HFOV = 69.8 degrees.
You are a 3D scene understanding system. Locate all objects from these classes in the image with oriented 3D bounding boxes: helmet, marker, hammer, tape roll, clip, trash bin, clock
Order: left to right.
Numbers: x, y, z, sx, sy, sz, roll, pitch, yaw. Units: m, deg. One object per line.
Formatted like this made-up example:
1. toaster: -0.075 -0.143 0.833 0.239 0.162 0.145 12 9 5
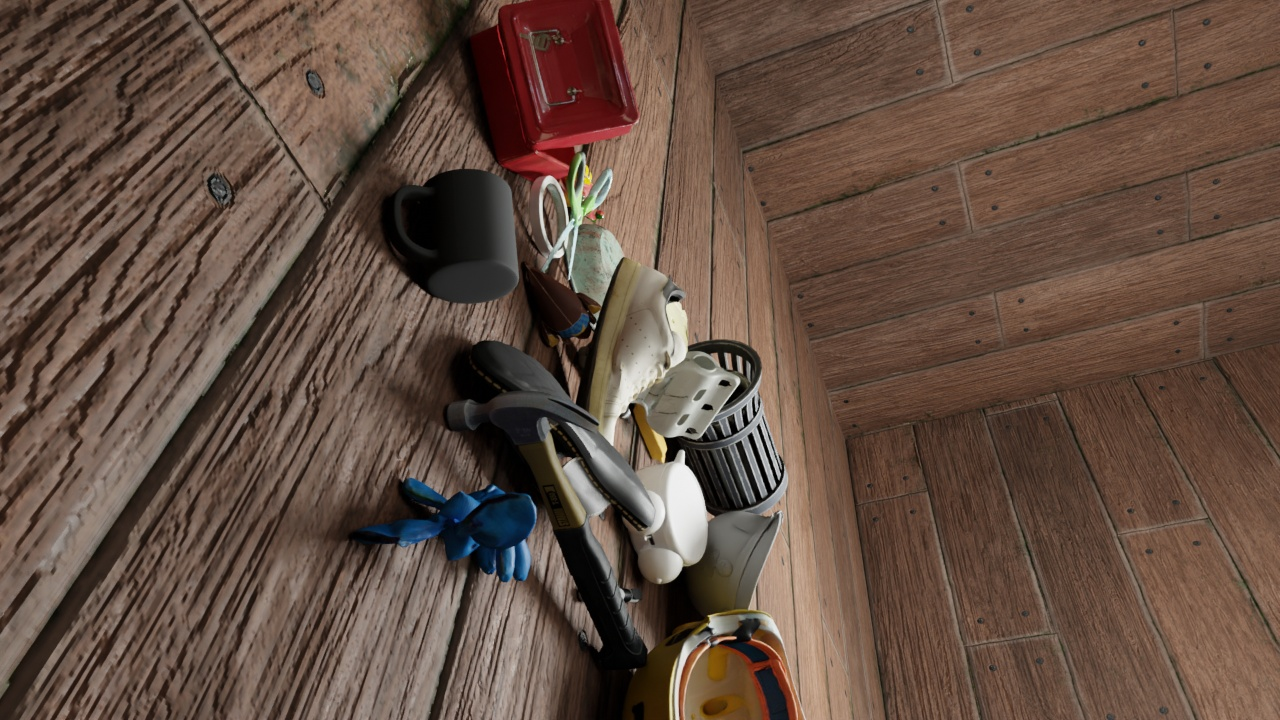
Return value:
1. tape roll: -0.104 -0.163 1.048 0.093 0.013 0.093 -3 89 -74
2. hammer: -0.055 0.162 0.816 0.025 0.118 0.333 -76 152 -54
3. marker: -0.030 0.245 0.957 0.140 0.016 0.016 35 42 -65
4. clock: 0.025 0.191 1.115 0.160 0.073 0.125 -40 114 -64
5. clip: 0.037 0.038 1.156 0.142 0.125 0.072 21 37 -11
6. helmet: 0.056 0.372 0.928 0.239 0.140 0.209 -2 71 -50
7. helmet: 0.105 0.267 1.210 0.271 0.118 0.183 53 57 -77
8. trash bin: 0.122 0.109 1.330 0.163 0.164 0.228 -84 157 -50

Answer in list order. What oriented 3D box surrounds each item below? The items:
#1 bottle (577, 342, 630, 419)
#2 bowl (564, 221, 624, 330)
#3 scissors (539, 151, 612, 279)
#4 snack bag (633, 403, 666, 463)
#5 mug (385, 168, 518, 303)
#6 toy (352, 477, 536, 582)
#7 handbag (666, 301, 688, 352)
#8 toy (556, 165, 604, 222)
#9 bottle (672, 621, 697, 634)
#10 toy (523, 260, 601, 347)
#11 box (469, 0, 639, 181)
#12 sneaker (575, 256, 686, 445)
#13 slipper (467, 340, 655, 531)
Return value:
1. bottle: -0.039 0.027 1.081 0.036 0.036 0.110 -84 154 -50
2. bowl: -0.047 -0.109 1.170 0.157 0.039 0.157 -15 90 -73
3. scissors: -0.070 -0.164 1.046 0.173 0.022 0.172 -61 168 -47
4. snack bag: 0.013 0.092 1.222 0.026 0.020 0.099 -62 135 -58
5. mug: -0.158 -0.106 0.765 0.113 0.078 0.088 13 60 -41
6. toy: -0.115 0.122 0.662 0.176 0.113 0.071 55 38 -69
7. handbag: 0.023 -0.027 1.243 0.111 0.081 0.119 46 33 -45
8. toy: -0.080 -0.218 1.147 0.084 0.046 0.103 30 32 -36
9. bottle: 0.075 0.396 1.071 0.071 0.071 0.163 57 24 -46
10. toy: -0.091 -0.066 1.003 0.103 0.070 0.090 52 3 2
11. box: -0.105 -0.294 1.023 0.168 0.153 0.157 153 -75 -76
12. sneaker: -0.006 0.006 0.998 0.089 0.102 0.241 125 -20 -65
13. slipper: -0.079 0.082 0.849 0.268 0.076 0.113 50 3 -34
